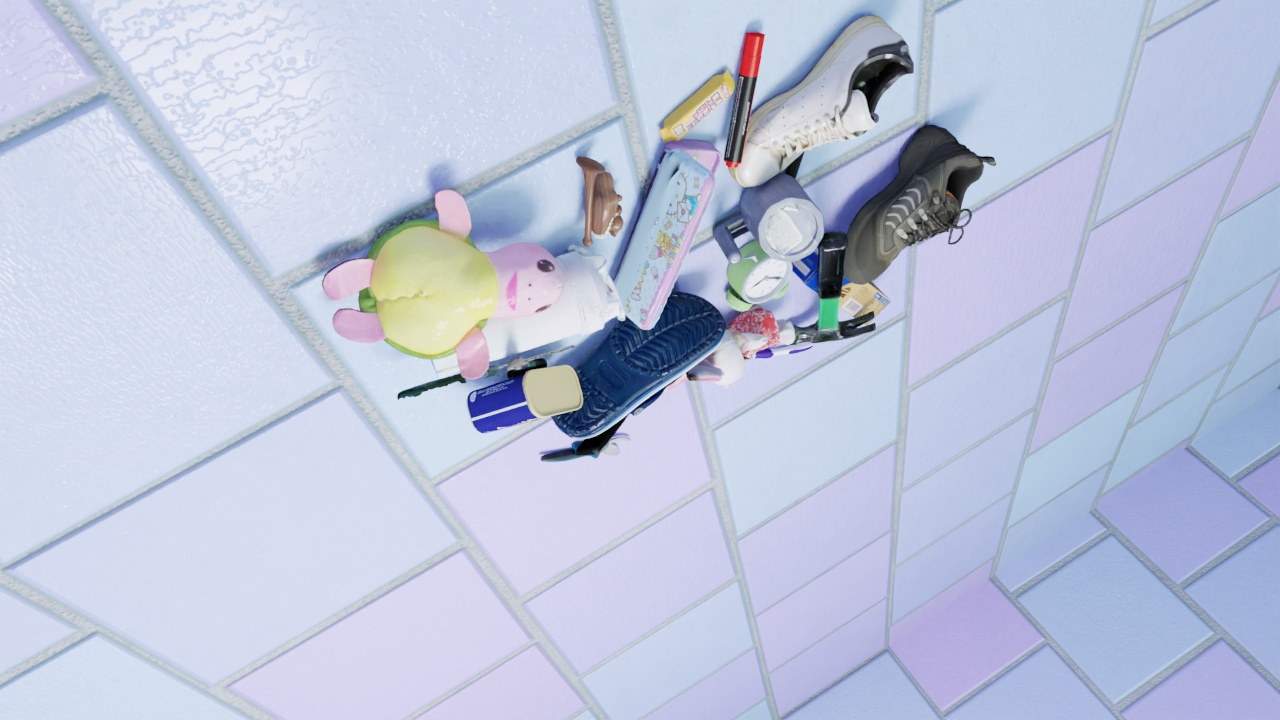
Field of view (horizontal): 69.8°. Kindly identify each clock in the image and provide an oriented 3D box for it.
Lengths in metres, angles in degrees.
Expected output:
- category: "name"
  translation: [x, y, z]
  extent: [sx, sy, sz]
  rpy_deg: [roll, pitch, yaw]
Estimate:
- category: "clock"
  translation: [0.159, -0.113, 1.225]
  extent: [0.094, 0.042, 0.119]
  rpy_deg: [-20, 140, -20]

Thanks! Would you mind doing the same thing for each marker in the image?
- category: "marker"
  translation: [0.185, -0.217, 1.156]
  extent: [0.021, 0.017, 0.124]
  rpy_deg: [-12, 136, -30]
- category: "marker"
  translation: [0.113, -0.283, 1.007]
  extent: [0.023, 0.021, 0.145]
  rpy_deg: [-32, 140, -46]

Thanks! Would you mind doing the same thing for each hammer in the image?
- category: "hammer"
  translation: [0.253, -0.089, 1.220]
  extent: [0.130, 0.032, 0.319]
  rpy_deg: [-3, 160, 10]

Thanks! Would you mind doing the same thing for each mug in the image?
- category: "mug"
  translation: [0.151, -0.163, 1.100]
  extent: [0.124, 0.104, 0.084]
  rpy_deg: [-26, 115, 7]

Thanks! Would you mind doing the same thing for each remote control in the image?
- category: "remote control"
  translation: [-0.037, 0.072, 1.215]
  extent: [0.020, 0.041, 0.151]
  rpy_deg: [59, 45, -25]

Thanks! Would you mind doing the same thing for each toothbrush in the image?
- category: "toothbrush"
  translation: [0.190, -0.010, 1.383]
  extent: [0.186, 0.015, 0.016]
  rpy_deg: [-9, 140, -33]

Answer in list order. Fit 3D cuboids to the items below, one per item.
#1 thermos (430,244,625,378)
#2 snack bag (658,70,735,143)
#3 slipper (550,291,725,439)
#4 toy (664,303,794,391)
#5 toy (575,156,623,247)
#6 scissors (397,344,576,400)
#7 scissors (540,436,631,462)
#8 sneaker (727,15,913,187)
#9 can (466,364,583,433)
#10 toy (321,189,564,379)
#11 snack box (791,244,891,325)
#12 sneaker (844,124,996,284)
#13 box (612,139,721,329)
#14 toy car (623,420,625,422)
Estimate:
- category: "thermos"
  translation: [-0.134, -0.054, 1.020]
  extent: [0.220, 0.099, 0.099]
  rpy_deg: [-21, 140, -14]
- category: "snack bag"
  translation: [0.062, -0.273, 0.995]
  extent: [0.099, 0.020, 0.026]
  rpy_deg: [-40, 144, 4]
- category: "slipper"
  translation: [-0.007, 0.007, 1.184]
  extent: [0.252, 0.105, 0.095]
  rpy_deg: [-37, 163, -3]
- category: "toy"
  translation: [0.124, -0.012, 1.269]
  extent: [0.194, 0.084, 0.159]
  rpy_deg: [-28, -177, -21]
- category: "toy"
  translation: [-0.043, -0.174, 1.000]
  extent: [0.054, 0.041, 0.102]
  rpy_deg: [-28, 138, -35]
- category: "scissors"
  translation: [-0.171, 0.016, 1.050]
  extent: [0.201, 0.015, 0.202]
  rpy_deg: [-16, 175, -7]
- category: "scissors"
  translation: [-0.075, 0.114, 1.302]
  extent: [0.155, 0.019, 0.125]
  rpy_deg: [-20, 141, -24]
- category: "sneaker"
  translation: [0.212, -0.275, 1.044]
  extent: [0.242, 0.102, 0.089]
  rpy_deg: [-45, 143, 12]
- category: "can"
  translation: [-0.139, 0.047, 1.098]
  extent: [0.092, 0.056, 0.116]
  rpy_deg: [-17, 177, 26]
- category: "toy"
  translation: [-0.194, -0.074, 0.925]
  extent: [0.238, 0.088, 0.190]
  rpy_deg: [-10, 102, -10]
- category: "snack box"
  translation: [0.286, -0.113, 1.315]
  extent: [0.057, 0.056, 0.206]
  rpy_deg: [-47, 142, 16]
- category: "sneaker"
  translation: [0.380, -0.184, 1.211]
  extent: [0.101, 0.143, 0.238]
  rpy_deg: [28, 98, -51]
- category: "box"
  translation: [0.039, -0.139, 1.059]
  extent: [0.089, 0.092, 0.215]
  rpy_deg: [-4, 133, -35]
- category: "toy car"
  translation: [-0.070, 0.064, 1.240]
  extent: [0.113, 0.039, 0.039]
  rpy_deg: [6, 104, -43]
